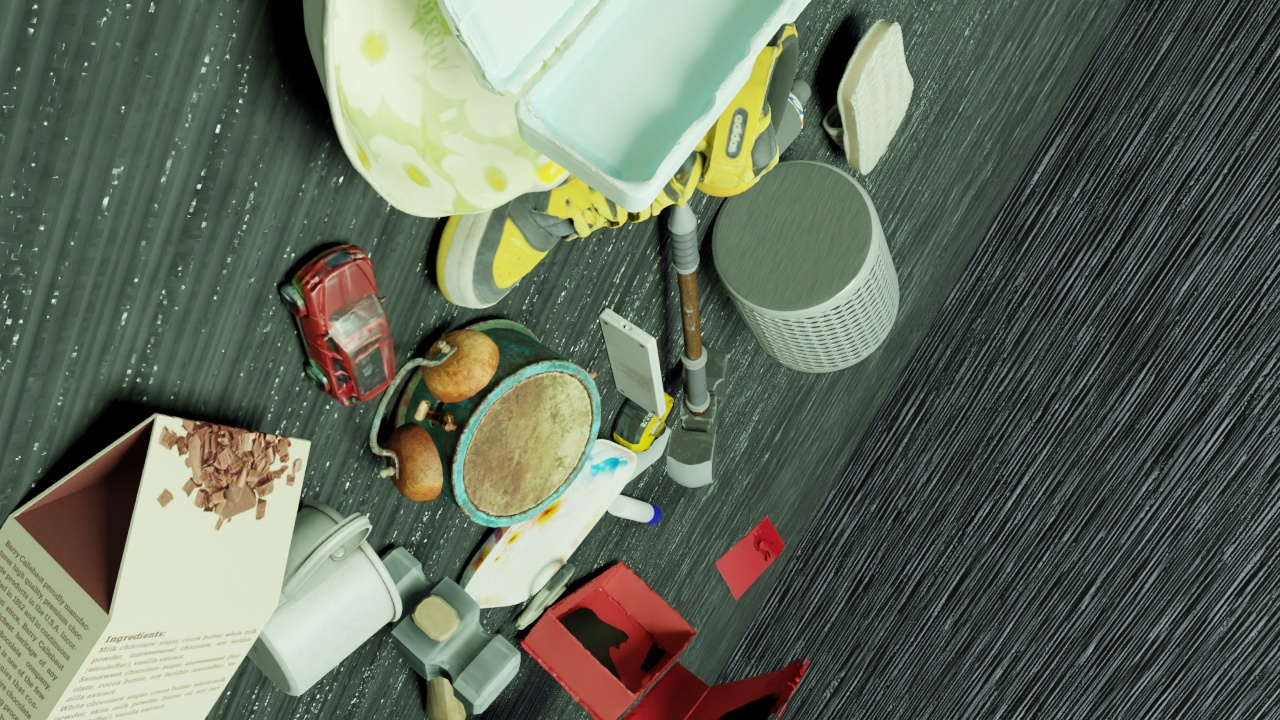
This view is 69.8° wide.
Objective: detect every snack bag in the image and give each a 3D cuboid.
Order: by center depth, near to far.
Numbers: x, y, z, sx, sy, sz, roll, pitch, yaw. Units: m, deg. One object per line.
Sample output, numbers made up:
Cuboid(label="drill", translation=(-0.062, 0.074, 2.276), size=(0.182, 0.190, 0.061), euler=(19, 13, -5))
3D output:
Cuboid(label="snack bag", translation=(-0.229, 0.116, 0.397), size=(0.206, 0.070, 0.094), euler=(-57, 160, 0))

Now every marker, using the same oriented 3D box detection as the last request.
Cuboid(label="marker", translation=(-0.007, 0.169, 1.041), size=(0.023, 0.027, 0.133), euler=(-56, 158, -2))

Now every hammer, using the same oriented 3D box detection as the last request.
Cuboid(label="hammer", translation=(-0.159, 0.252, 0.736), size=(0.051, 0.117, 0.324), euler=(-45, 165, -30))
Cuboid(label="hammer", translation=(0.045, -0.027, 0.801), size=(0.323, 0.043, 0.155), euler=(80, 18, -53))

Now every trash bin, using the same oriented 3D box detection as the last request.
Cuboid(label="trash bin", translation=(0.155, -0.085, 0.854), size=(0.156, 0.156, 0.183), euler=(-56, 157, -1))

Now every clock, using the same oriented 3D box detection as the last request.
Cuboid(label="clock", translation=(-0.102, 0.035, 0.566), size=(0.157, 0.073, 0.121), euler=(18, 100, -53))

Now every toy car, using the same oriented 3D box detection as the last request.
Cuboid(label="toy car", translation=(-0.144, -0.015, 0.449), size=(0.042, 0.036, 0.091), euler=(-42, 149, -34))

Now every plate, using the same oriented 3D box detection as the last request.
Cuboid(label="plate", translation=(-0.082, 0.146, 0.834), size=(0.187, 0.016, 0.187), euler=(-51, 160, 0))

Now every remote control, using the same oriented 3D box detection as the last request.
Cuboid(label="remote control", translation=(-0.005, 0.005, 0.767), size=(0.011, 0.050, 0.136), euler=(-50, 158, -19))
Cuboid(label="remote control", translation=(-0.015, 0.116, 0.967), size=(0.146, 0.008, 0.045), euler=(-33, 149, -47))

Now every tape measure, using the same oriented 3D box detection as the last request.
Cuboid(label="tape measure", translation=(0.005, 0.057, 0.885), size=(0.065, 0.037, 0.064), euler=(-57, 160, -1))

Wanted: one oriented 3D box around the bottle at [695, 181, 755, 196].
Cuboid(label="bottle", translation=(0.051, -0.158, 0.637), size=(0.063, 0.063, 0.109), euler=(-57, 160, 0))

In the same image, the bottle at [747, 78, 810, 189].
Cuboid(label="bottle", translation=(0.098, -0.182, 0.728), size=(0.112, 0.047, 0.047), euler=(-49, 158, -20))

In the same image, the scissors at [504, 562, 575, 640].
Cuboid(label="scissors", translation=(-0.116, 0.260, 0.926), size=(0.170, 0.012, 0.157), euler=(-49, 168, 14))

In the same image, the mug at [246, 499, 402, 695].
Cuboid(label="mug", translation=(-0.178, 0.121, 0.489), size=(0.070, 0.084, 0.113), euler=(-38, 169, -36))

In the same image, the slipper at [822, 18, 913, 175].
Cuboid(label="slipper", translation=(0.219, -0.256, 0.888), size=(0.115, 0.052, 0.262), euler=(-61, 163, 6))

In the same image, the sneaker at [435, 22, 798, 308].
Cuboid(label="sneaker", translation=(-0.002, -0.108, 0.506), size=(0.238, 0.122, 0.086), euler=(-56, 158, -5))

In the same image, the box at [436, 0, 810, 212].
Cuboid(label="box", translation=(0.017, -0.169, 0.362), size=(0.197, 0.078, 0.122), euler=(-54, 140, -14))

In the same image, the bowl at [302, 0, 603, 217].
Cuboid(label="bowl", translation=(-0.069, -0.156, 0.373), size=(0.188, 0.060, 0.219), euler=(-53, 158, -9))

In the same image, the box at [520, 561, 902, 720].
Cuboid(label="box", translation=(0.071, 0.360, 0.990), size=(0.211, 0.378, 0.124), euler=(-7, 115, -68))
